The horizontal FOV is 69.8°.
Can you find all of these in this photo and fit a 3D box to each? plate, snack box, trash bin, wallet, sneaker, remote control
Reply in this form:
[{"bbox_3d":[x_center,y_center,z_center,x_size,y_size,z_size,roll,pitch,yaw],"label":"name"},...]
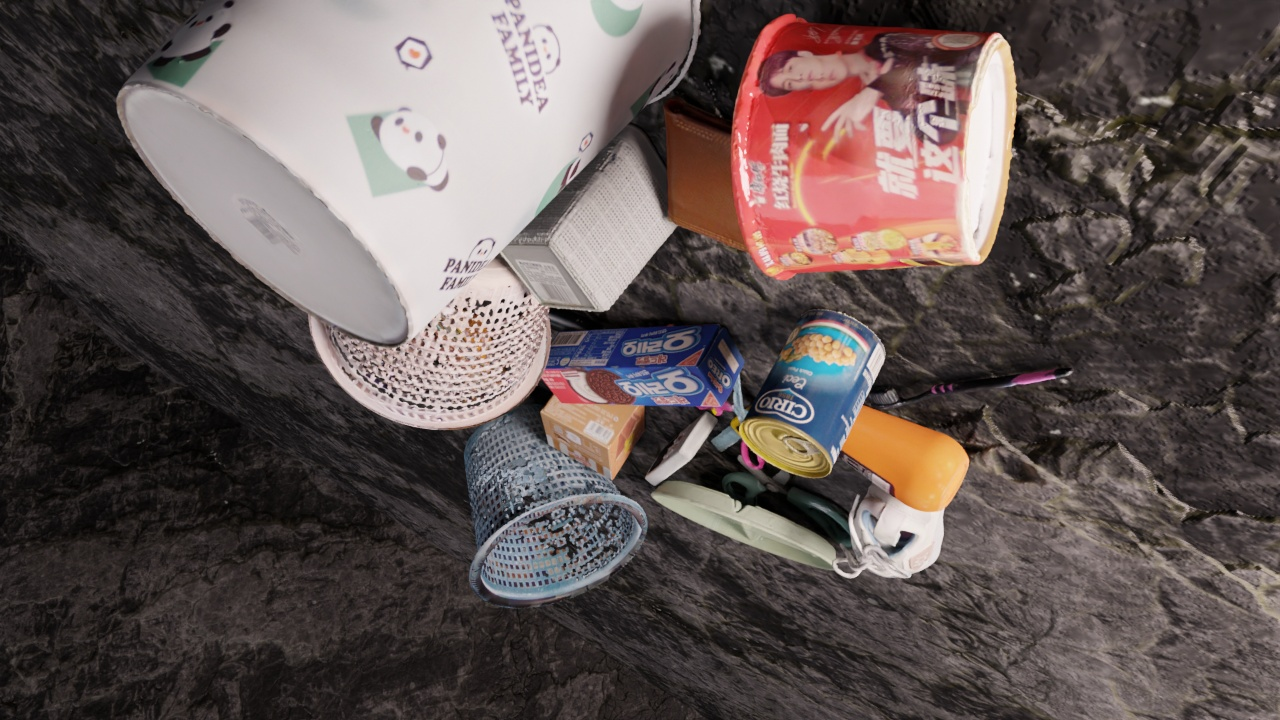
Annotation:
[{"bbox_3d":[0.122,0.190,1.070,0.230,0.027,0.230,22,167,5],"label":"plate"},{"bbox_3d":[-0.005,0.005,0.878,0.208,0.057,0.058,-1,135,39],"label":"snack box"},{"bbox_3d":[-0.130,0.171,1.172,0.227,0.226,0.195,68,175,-52],"label":"trash bin"},{"bbox_3d":[-0.126,-0.160,0.520,0.229,0.251,0.230,28,155,14],"label":"trash bin"},{"bbox_3d":[-0.053,0.071,1.070,0.093,0.076,0.094,27,154,15],"label":"snack box"},{"bbox_3d":[0.072,-0.119,0.621,0.124,0.032,0.101,24,151,20],"label":"wallet"},{"bbox_3d":[-0.221,-0.017,1.181,0.075,0.026,0.154,23,154,22],"label":"snack box"},{"bbox_3d":[0.239,0.177,0.883,0.089,0.090,0.242,26,155,20],"label":"sneaker"},{"bbox_3d":[0.042,0.100,1.026,0.021,0.058,0.150,38,155,-1],"label":"remote control"},{"bbox_3d":[-0.161,-0.080,0.794,0.227,0.226,0.193,35,144,-2],"label":"trash bin"}]

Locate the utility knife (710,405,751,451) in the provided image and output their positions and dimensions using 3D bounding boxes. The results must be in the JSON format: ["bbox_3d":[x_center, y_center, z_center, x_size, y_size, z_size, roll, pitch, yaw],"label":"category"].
[{"bbox_3d":[0.113,0.064,0.923,0.033,0.015,0.231,37,156,0],"label":"utility knife"}]

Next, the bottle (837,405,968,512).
[{"bbox_3d":[0.197,0.070,0.777,0.149,0.066,0.067,29,157,29],"label":"bottle"}]

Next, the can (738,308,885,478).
[{"bbox_3d":[0.134,0.024,0.707,0.075,0.111,0.075,26,156,13],"label":"can"}]

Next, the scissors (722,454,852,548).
[{"bbox_3d":[0.164,0.164,1.043,0.175,0.019,0.170,35,157,-6],"label":"scissors"}]

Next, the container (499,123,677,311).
[{"bbox_3d":[-0.040,-0.103,0.685,0.090,0.114,0.090,7,144,45],"label":"container"}]

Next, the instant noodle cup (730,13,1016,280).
[{"bbox_3d":[0.122,-0.107,0.463,0.109,0.137,0.138,8,146,31],"label":"instant noodle cup"}]

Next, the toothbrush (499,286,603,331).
[{"bbox_3d":[-0.059,-0.034,0.948,0.213,0.026,0.027,21,117,23],"label":"toothbrush"}]

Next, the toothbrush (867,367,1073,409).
[{"bbox_3d":[0.237,0.019,0.686,0.018,0.014,0.190,53,152,-11],"label":"toothbrush"}]

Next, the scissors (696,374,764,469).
[{"bbox_3d":[0.097,0.056,0.899,0.133,0.017,0.136,13,130,51],"label":"scissors"}]

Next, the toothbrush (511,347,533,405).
[{"bbox_3d":[-0.156,0.038,1.199,0.026,0.026,0.221,-2,158,-12],"label":"toothbrush"}]
